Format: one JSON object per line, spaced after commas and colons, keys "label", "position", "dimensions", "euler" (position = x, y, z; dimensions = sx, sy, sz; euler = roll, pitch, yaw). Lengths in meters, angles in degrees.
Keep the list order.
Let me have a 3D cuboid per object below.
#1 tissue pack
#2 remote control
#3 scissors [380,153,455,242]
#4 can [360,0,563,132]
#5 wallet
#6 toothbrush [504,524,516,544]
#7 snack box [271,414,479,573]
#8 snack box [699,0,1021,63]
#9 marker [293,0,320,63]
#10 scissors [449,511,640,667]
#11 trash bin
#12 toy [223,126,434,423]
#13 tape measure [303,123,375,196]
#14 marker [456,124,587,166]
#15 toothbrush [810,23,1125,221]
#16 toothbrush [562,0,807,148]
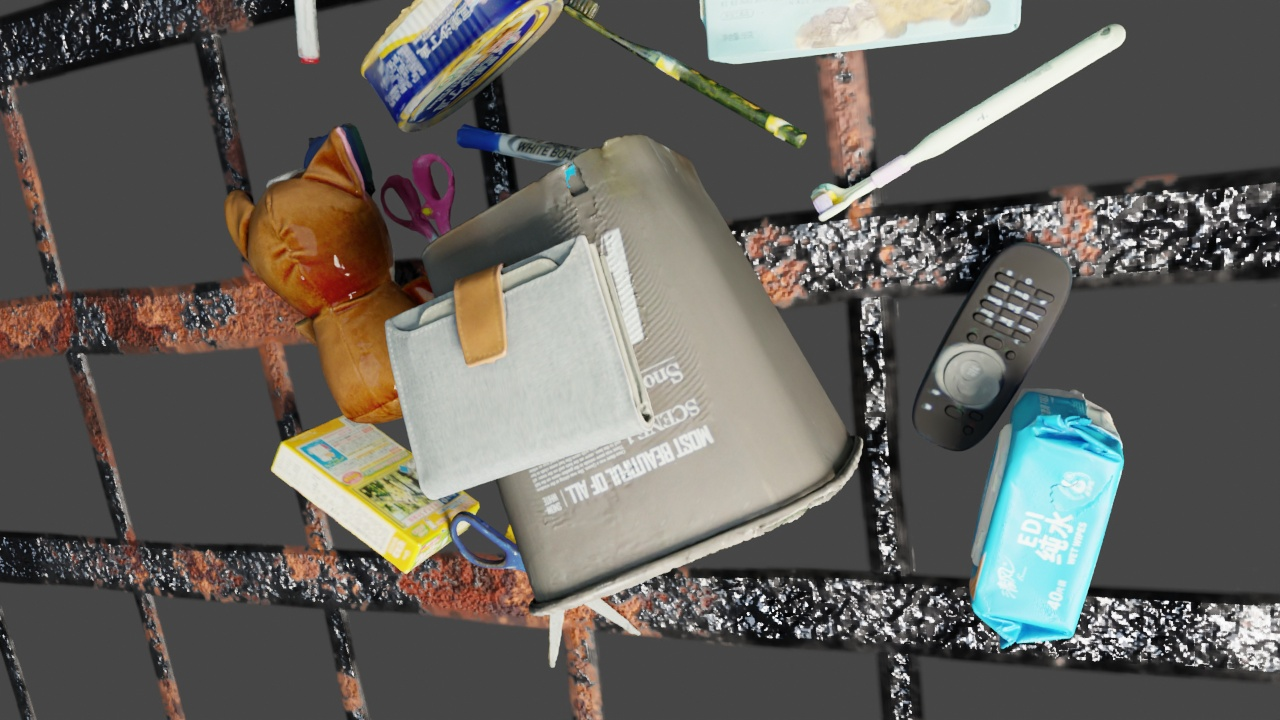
{"label": "tissue pack", "position": [0.232, 0.088, 0.535], "dimensions": [0.063, 0.089, 0.140], "euler": [14, 109, 19]}
{"label": "remote control", "position": [0.211, -0.008, 0.555], "dimensions": [0.053, 0.024, 0.137], "euler": [27, 114, 12]}
{"label": "scissors", "position": [-0.155, -0.083, 0.694], "dimensions": [0.077, 0.017, 0.137], "euler": [-12, 103, 24]}
{"label": "can", "position": [-0.120, -0.213, 0.609], "dimensions": [0.148, 0.074, 0.049], "euler": [-32, 93, 27]}
{"label": "wallet", "position": [-0.068, 0.004, 0.468], "dimensions": [0.130, 0.037, 0.106], "euler": [-19, 83, 20]}
{"label": "toothbrush", "position": [-0.065, 0.069, 0.695], "dimensions": [0.016, 0.016, 0.190], "euler": [31, 114, 11]}
{"label": "snack box", "position": [-0.207, 0.100, 0.724], "dimensions": [0.140, 0.086, 0.034], "euler": [32, 113, 12]}
{"label": "snack box", "position": [0.122, -0.216, 0.519], "dimensions": [0.175, 0.051, 0.074], "euler": [1, 105, 22]}
{"label": "marker", "position": [-0.249, -0.294, 0.673], "dimensions": [0.017, 0.017, 0.145], "euler": [7, 107, 21]}
{"label": "scissors", "position": [-0.066, 0.154, 0.703], "dimensions": [0.176, 0.012, 0.162], "euler": [27, 100, -5]}
{"label": "trash bin", "position": [-0.003, 0.003, 0.555], "dimensions": [0.199, 0.198, 0.219], "euler": [-26, 88, 17]}
{"label": "toy", "position": [-0.205, -0.056, 0.665], "dimensions": [0.140, 0.130, 0.199], "euler": [-28, 109, 15]}
{"label": "tape measure", "position": [-0.230, -0.146, 0.701], "dimensions": [0.055, 0.025, 0.058], "euler": [-15, 94, 27]}
{"label": "marker", "position": [-0.061, -0.143, 0.636], "dimensions": [0.146, 0.016, 0.017], "euler": [15, 109, 18]}
{"label": "toothbrush", "position": [0.185, -0.136, 0.534], "dimensions": [0.190, 0.029, 0.020], "euler": [-29, 134, 25]}
{"label": "toothbrush", "position": [0.028, -0.188, 0.589], "dimensions": [0.186, 0.012, 0.017], "euler": [33, 103, 11]}
